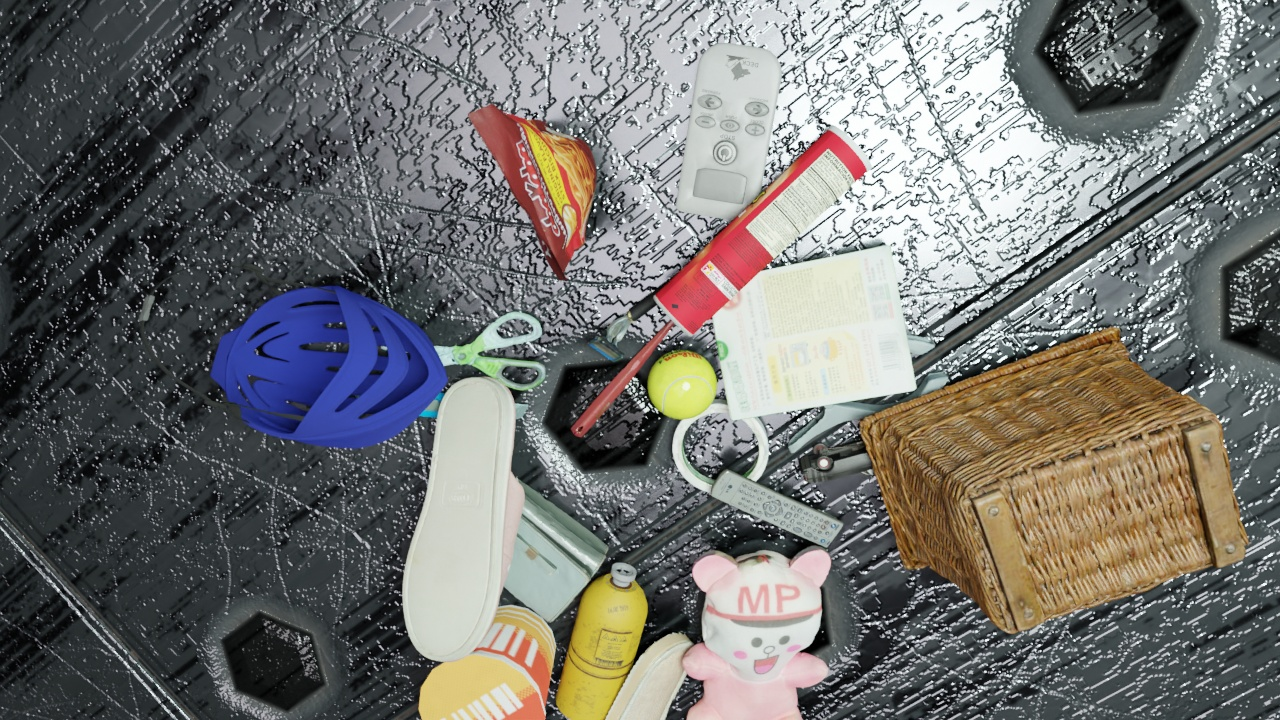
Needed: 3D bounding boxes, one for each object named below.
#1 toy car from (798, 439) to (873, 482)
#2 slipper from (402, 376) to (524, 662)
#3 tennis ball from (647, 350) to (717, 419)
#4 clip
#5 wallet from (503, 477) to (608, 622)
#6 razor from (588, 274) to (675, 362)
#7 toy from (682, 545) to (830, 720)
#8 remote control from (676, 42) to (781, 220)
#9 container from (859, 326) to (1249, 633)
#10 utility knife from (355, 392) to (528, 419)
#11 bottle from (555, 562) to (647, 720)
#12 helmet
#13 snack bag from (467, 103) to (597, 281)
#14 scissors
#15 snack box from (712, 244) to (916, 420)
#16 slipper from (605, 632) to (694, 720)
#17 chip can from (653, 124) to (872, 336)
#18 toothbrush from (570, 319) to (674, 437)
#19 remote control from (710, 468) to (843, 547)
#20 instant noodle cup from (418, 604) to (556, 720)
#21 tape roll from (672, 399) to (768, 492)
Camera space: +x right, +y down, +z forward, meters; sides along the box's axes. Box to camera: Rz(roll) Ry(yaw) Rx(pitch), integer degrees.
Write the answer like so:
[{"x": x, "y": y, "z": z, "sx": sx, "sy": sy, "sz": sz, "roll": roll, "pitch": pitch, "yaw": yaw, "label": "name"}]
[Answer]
[{"x": 0.198, "y": 0.095, "z": 0.872, "sx": 0.092, "sy": 0.040, "sz": 0.037, "roll": -17, "pitch": 103, "yaw": 10, "label": "toy car"}, {"x": -0.166, "y": 0.152, "z": 0.891, "sx": 0.114, "sy": 0.054, "sz": 0.274, "roll": 5, "pitch": 83, "yaw": 26, "label": "slipper"}, {"x": 0.039, "y": 0.023, "z": 0.862, "sx": 0.065, "sy": 0.065, "sz": 0.065, "roll": 2, "pitch": 105, "yaw": 7, "label": "tennis ball"}, {"x": 0.195, "y": 0.011, "z": 0.859, "sx": 0.163, "sy": 0.028, "sz": 0.115, "roll": -24, "pitch": 99, "yaw": 13, "label": "clip"}, {"x": -0.111, "y": 0.195, "z": 0.941, "sx": 0.131, "sy": 0.054, "sz": 0.100, "roll": 38, "pitch": 106, "yaw": 2, "label": "wallet"}, {"x": 0.013, "y": -0.056, "z": 0.870, "sx": 0.144, "sy": 0.022, "sz": 0.043, "roll": -41, "pitch": 138, "yaw": 11, "label": "razor"}, {"x": 0.113, "y": 0.281, "z": 0.913, "sx": 0.142, "sy": 0.084, "sz": 0.213, "roll": 2, "pitch": 107, "yaw": 3, "label": "toy"}, {"x": 0.079, "y": -0.203, "z": 0.820, "sx": 0.074, "sy": 0.019, "sz": 0.151, "roll": 10, "pitch": 106, "yaw": 5, "label": "remote control"}, {"x": 0.345, "y": 0.102, "z": 0.762, "sx": 0.250, "sy": 0.183, "sz": 0.162, "roll": -21, "pitch": 103, "yaw": 2, "label": "container"}, {"x": -0.204, "y": 0.044, "z": 0.929, "sx": 0.185, "sy": 0.015, "sz": 0.031, "roll": 4, "pitch": 108, "yaw": 6, "label": "utility knife"}, {"x": -0.035, "y": 0.286, "z": 0.941, "sx": 0.071, "sy": 0.071, "sz": 0.164, "roll": 16, "pitch": 107, "yaw": 3, "label": "bottle"}, {"x": -0.314, "y": -0.007, "z": 0.826, "sx": 0.242, "sy": 0.227, "sz": 0.147, "roll": 2, "pitch": 74, "yaw": 24, "label": "helmet"}, {"x": -0.083, "y": -0.141, "z": 0.761, "sx": 0.067, "sy": 0.207, "sz": 0.139, "roll": -19, "pitch": 101, "yaw": 12, "label": "snack bag"}, {"x": -0.177, "y": 0.004, "z": 0.915, "sx": 0.175, "sy": 0.032, "sz": 0.093, "roll": -10, "pitch": 105, "yaw": 15, "label": "scissors"}, {"x": 0.154, "y": -0.024, "z": 0.835, "sx": 0.168, "sy": 0.027, "sz": 0.132, "roll": -10, "pitch": 89, "yaw": 13, "label": "snack box"}, {"x": -0.006, "y": 0.407, "z": 0.956, "sx": 0.054, "sy": 0.114, "sz": 0.273, "roll": 32, "pitch": 109, "yaw": 43, "label": "slipper"}, {"x": 0.105, "y": -0.112, "z": 0.809, "sx": 0.215, "sy": 0.051, "sz": 0.052, "roll": -43, "pitch": 96, "yaw": 8, "label": "chip can"}, {"x": -0.005, "y": 0.005, "z": 0.889, "sx": 0.016, "sy": 0.016, "sz": 0.190, "roll": 39, "pitch": 107, "yaw": -7, "label": "toothbrush"}, {"x": 0.133, "y": 0.144, "z": 0.896, "sx": 0.136, "sy": 0.013, "sz": 0.033, "roll": 26, "pitch": 111, "yaw": -11, "label": "remote control"}, {"x": -0.145, "y": 0.323, "z": 0.940, "sx": 0.123, "sy": 0.121, "sz": 0.123, "roll": 2, "pitch": 105, "yaw": 7, "label": "instant noodle cup"}, {"x": 0.078, "y": 0.085, "z": 0.899, "sx": 0.094, "sy": 0.018, "sz": 0.094, "roll": 2, "pitch": 105, "yaw": 8, "label": "tape roll"}]
